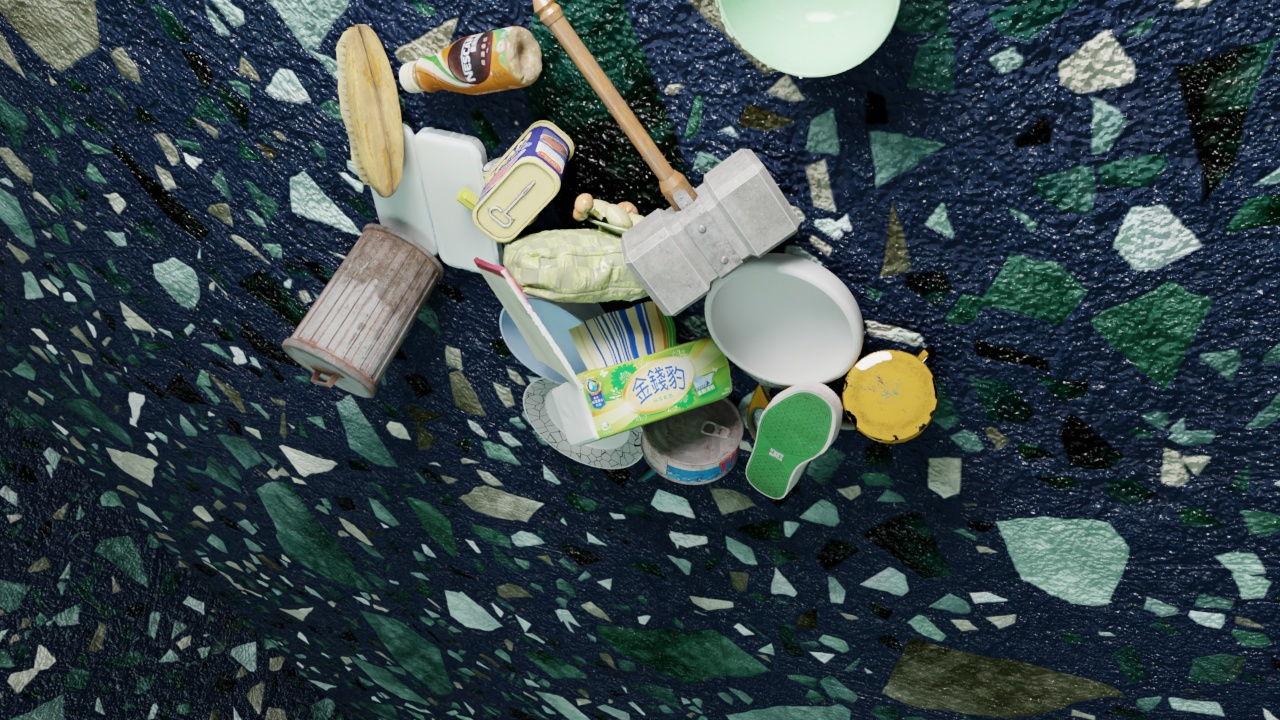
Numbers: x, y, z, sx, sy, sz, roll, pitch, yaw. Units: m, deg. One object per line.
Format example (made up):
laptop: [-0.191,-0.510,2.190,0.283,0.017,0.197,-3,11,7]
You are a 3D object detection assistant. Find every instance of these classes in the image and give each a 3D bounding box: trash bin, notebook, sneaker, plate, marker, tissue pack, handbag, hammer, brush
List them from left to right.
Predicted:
trash bin: [-0.363,-0.058,1.204,0.131,0.210,0.131,24,160,9]
brush: [-0.310,-0.283,1.053,0.043,0.059,0.196,21,127,34]
marker: [-0.169,-0.167,1.117,0.124,0.017,0.021,35,172,-31]
notebook: [-0.132,-0.047,1.040,0.153,0.012,0.209,58,170,-18]
plate: [-0.078,0.085,1.304,0.189,0.016,0.189,16,139,15]
handbag: [-0.056,-0.124,1.007,0.113,0.186,0.117,26,114,60]
tissue pack: [-0.007,0.007,1.101,0.120,0.197,0.141,-24,83,59]
hammer: [0.000,-0.213,0.879,0.163,0.082,0.317,-34,114,11]
sneaker: [0.190,0.080,1.098,0.084,0.078,0.236,34,149,12]

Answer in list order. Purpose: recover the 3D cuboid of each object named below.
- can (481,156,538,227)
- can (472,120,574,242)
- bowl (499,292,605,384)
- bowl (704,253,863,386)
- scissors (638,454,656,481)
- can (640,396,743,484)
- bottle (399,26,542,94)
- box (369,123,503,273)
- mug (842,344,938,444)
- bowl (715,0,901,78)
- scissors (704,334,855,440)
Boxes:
can: [-0.154,-0.198,1.083,0.038,0.038,0.079,0,132,33]
can: [-0.129,-0.193,0.999,0.056,0.092,0.116,38,120,-21]
bowl: [-0.098,-0.046,1.182,0.151,0.074,0.151,17,140,15]
bowl: [0.163,-0.054,1.014,0.177,0.066,0.177,18,139,15]
scissors: [0.024,0.142,1.350,0.127,0.019,0.144,15,133,26]
can: [0.066,0.095,1.185,0.130,0.129,0.044,19,140,14]
bottle: [-0.184,-0.309,0.966,0.167,0.059,0.059,1,133,31]
box: [-0.265,-0.206,1.154,0.189,0.037,0.209,15,138,13]
mug: [0.277,0.031,0.991,0.100,0.124,0.094,40,-174,15]
bowl: [0.142,-0.314,0.741,0.151,0.076,0.151,17,139,16]
scissors: [0.179,0.037,1.143,0.217,0.016,0.225,7,136,26]
